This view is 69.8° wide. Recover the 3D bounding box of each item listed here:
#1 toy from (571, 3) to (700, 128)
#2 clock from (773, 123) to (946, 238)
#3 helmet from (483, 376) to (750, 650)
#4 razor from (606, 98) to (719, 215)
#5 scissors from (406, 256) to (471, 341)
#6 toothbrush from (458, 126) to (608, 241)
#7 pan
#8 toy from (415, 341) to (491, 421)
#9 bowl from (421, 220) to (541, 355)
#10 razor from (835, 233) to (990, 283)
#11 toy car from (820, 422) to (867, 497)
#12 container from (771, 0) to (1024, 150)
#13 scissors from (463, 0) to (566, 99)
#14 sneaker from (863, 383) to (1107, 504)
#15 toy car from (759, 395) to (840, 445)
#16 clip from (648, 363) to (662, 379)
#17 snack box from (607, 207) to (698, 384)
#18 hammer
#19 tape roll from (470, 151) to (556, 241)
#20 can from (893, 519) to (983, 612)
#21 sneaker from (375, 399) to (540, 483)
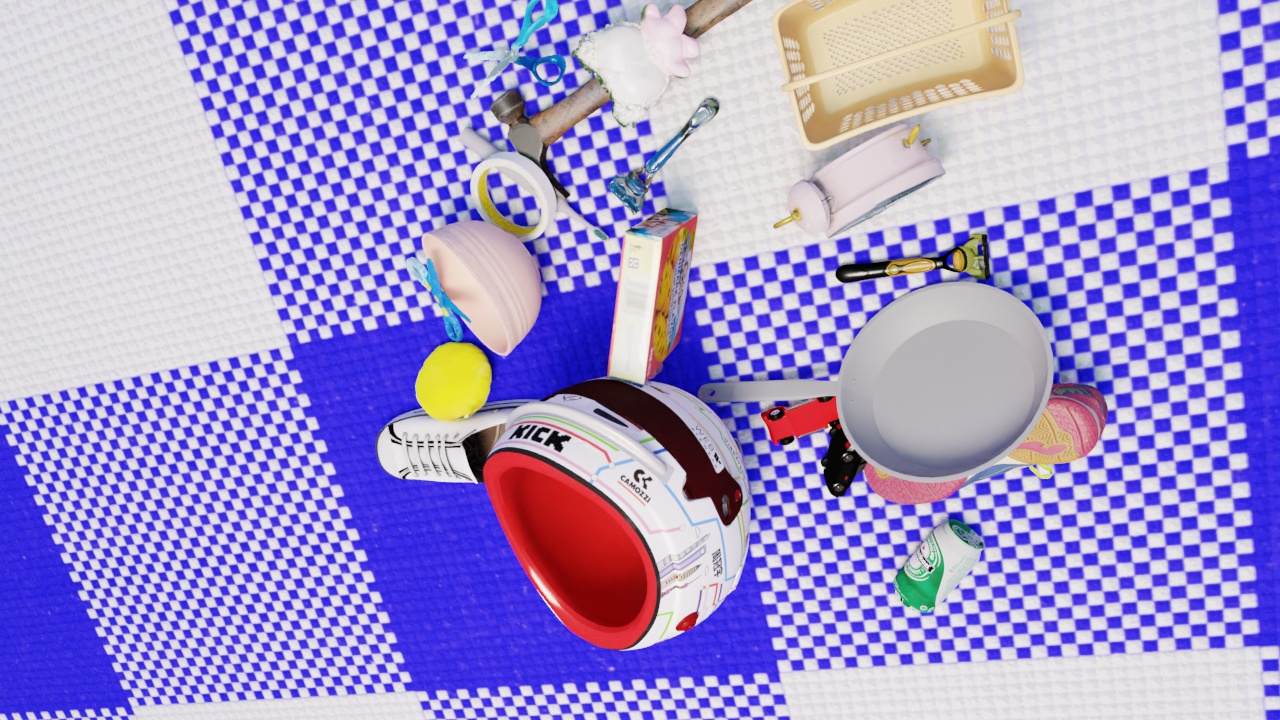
[{"bbox_3d":[0.003,-0.280,0.852,0.109,0.041,0.096,-29,105,15],"label":"toy"},{"bbox_3d":[0.194,-0.155,0.838,0.158,0.116,0.059,-28,89,22],"label":"clock"},{"bbox_3d":[-0.007,0.132,0.922,0.231,0.235,0.315,8,129,34],"label":"helmet"},{"bbox_3d":[0.025,-0.208,0.914,0.044,0.018,0.141,45,114,-3],"label":"razor"},{"bbox_3d":[-0.220,-0.071,1.004,0.130,0.013,0.126,40,152,25],"label":"scissors"},{"bbox_3d":[-0.110,-0.182,0.958,0.188,0.019,0.018,36,108,0],"label":"toothbrush"},{"bbox_3d":[0.218,0.028,0.902,0.358,0.200,0.050,-7,152,37],"label":"pan"},{"bbox_3d":[-0.211,0.024,1.035,0.095,0.041,0.094,-25,68,11],"label":"toy"},{"bbox_3d":[-0.153,-0.087,0.955,0.076,0.153,0.153,-36,99,-20],"label":"bowl"},{"bbox_3d":[0.263,-0.092,0.893,0.144,0.021,0.044,-6,107,19],"label":"razor"},{"bbox_3d":[0.215,0.103,0.955,0.036,0.042,0.092,-3,130,-9],"label":"toy car"},{"bbox_3d":[0.211,-0.263,0.764,0.184,0.166,0.129,-13,105,19],"label":"container"},{"bbox_3d":[-0.120,-0.295,0.901,0.129,0.014,0.118,-38,68,15],"label":"scissors"},{"bbox_3d":[0.339,0.084,0.911,0.243,0.090,0.116,-23,97,40],"label":"sneaker"},{"bbox_3d":[0.173,0.059,0.965,0.089,0.025,0.038,-22,111,12],"label":"toy car"},{"bbox_3d":[-0.001,0.004,0.998,0.060,0.045,0.023,22,114,42],"label":"clip"},{"bbox_3d":[0.014,-0.067,0.899,0.040,0.144,0.143,12,111,13],"label":"snack box"},{"bbox_3d":[0.013,-0.287,0.885,0.331,0.033,0.120,-30,103,22],"label":"hammer"},{"bbox_3d":[-0.132,-0.169,0.951,0.094,0.019,0.094,17,132,20],"label":"tape roll"},{"bbox_3d":[0.313,0.219,0.970,0.053,0.053,0.101,32,114,2],"label":"can"},{"bbox_3d":[-0.197,0.106,1.042,0.246,0.097,0.091,-4,108,15],"label":"sneaker"}]
